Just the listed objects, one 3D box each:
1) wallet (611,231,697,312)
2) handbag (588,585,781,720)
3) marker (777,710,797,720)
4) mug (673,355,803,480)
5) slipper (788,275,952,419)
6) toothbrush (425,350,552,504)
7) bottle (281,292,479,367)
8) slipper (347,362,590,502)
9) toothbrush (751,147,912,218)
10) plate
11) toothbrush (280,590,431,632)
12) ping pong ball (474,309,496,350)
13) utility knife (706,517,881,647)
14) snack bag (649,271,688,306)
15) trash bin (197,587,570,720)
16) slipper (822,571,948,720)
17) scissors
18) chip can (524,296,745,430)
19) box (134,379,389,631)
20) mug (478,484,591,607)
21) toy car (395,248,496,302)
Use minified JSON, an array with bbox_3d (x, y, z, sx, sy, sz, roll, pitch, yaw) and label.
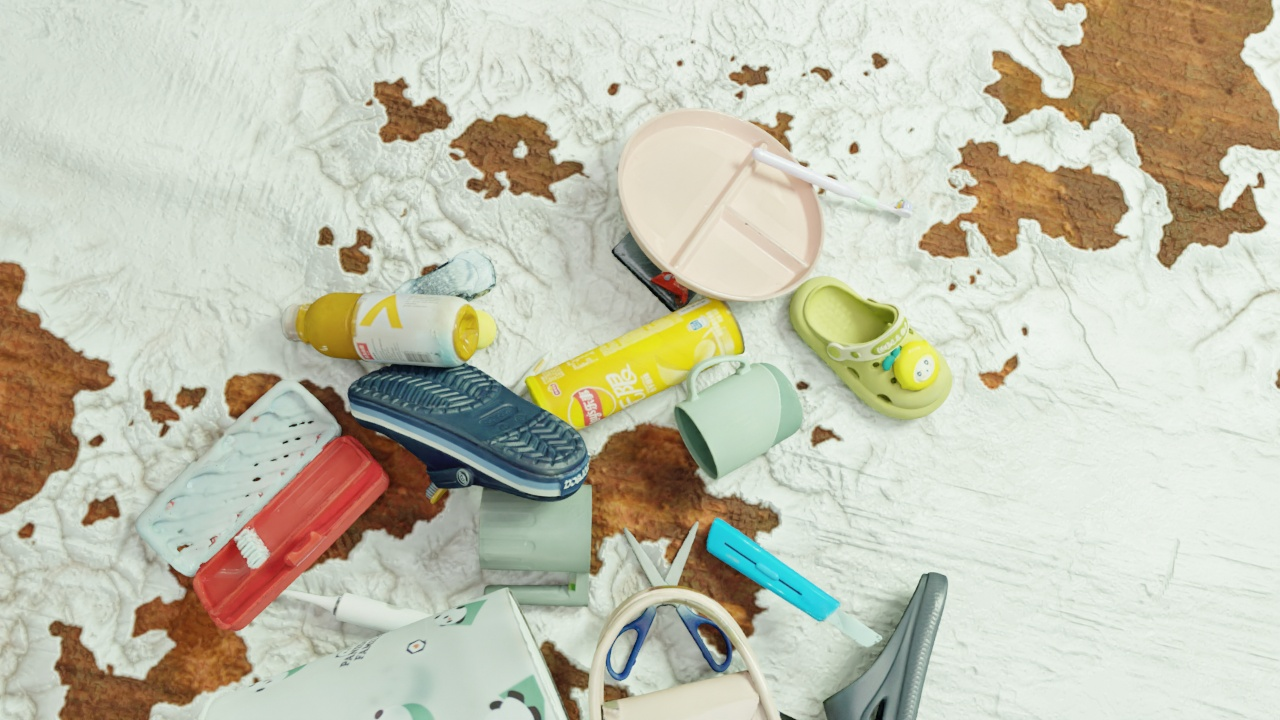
[{"bbox_3d":[0.043,-0.122,0.964,0.097,0.019,0.120,44,81,2],"label":"wallet"},{"bbox_3d":[0.037,0.326,0.843,0.193,0.093,0.234,-12,83,-4],"label":"handbag"},{"bbox_3d":[0.122,0.346,0.891,0.132,0.020,0.022,26,98,-2],"label":"marker"},{"bbox_3d":[0.093,0.044,0.901,0.106,0.082,0.112,-28,106,-12],"label":"mug"},{"bbox_3d":[0.237,-0.016,0.934,0.190,0.082,0.091,39,81,4],"label":"slipper"},{"bbox_3d":[-0.150,0.063,0.914,0.018,0.016,0.191,36,79,10],"label":"toothbrush"},{"bbox_3d":[-0.252,-0.032,0.880,0.190,0.068,0.068,4,79,14],"label":"bottle"},{"bbox_3d":[-0.158,0.073,0.859,0.253,0.104,0.095,20,119,24],"label":"slipper"},{"bbox_3d":[0.203,-0.189,0.972,0.189,0.029,0.021,17,116,-13],"label":"toothbrush"},{"bbox_3d":[0.082,-0.157,0.935,0.229,0.028,0.229,9,63,-18],"label":"plate"},{"bbox_3d":[-0.255,0.239,0.868,0.221,0.027,0.026,15,70,-2],"label":"toothbrush"},{"bbox_3d":[-0.164,-0.030,0.915,0.040,0.040,0.040,1,80,-6],"label":"ping pong ball"},{"bbox_3d":[0.144,0.216,0.883,0.191,0.018,0.034,31,84,22],"label":"utility knife"},{"bbox_3d":[0.049,-0.108,0.941,0.045,0.026,0.105,29,79,-3],"label":"snack bag"},{"bbox_3d":[-0.189,0.324,0.757,0.251,0.230,0.229,-24,83,-10],"label":"trash bin"},{"bbox_3d":[0.221,0.321,0.872,0.083,0.111,0.267,18,73,18],"label":"slipper"},{"bbox_3d":[0.027,0.244,0.903,0.162,0.012,0.175,36,78,2],"label":"scissors"},{"bbox_3d":[-0.005,0.005,0.910,0.213,0.072,0.072,-26,84,-10],"label":"chip can"},{"bbox_3d":[-0.354,0.134,0.866,0.161,0.060,0.201,42,79,14],"label":"box"},{"bbox_3d":[-0.099,0.178,0.873,0.103,0.083,0.124,2,105,-5],"label":"mug"},{"bbox_3d":[-0.196,-0.075,0.925,0.105,0.031,0.049,-31,85,-11],"label":"toy car"}]
